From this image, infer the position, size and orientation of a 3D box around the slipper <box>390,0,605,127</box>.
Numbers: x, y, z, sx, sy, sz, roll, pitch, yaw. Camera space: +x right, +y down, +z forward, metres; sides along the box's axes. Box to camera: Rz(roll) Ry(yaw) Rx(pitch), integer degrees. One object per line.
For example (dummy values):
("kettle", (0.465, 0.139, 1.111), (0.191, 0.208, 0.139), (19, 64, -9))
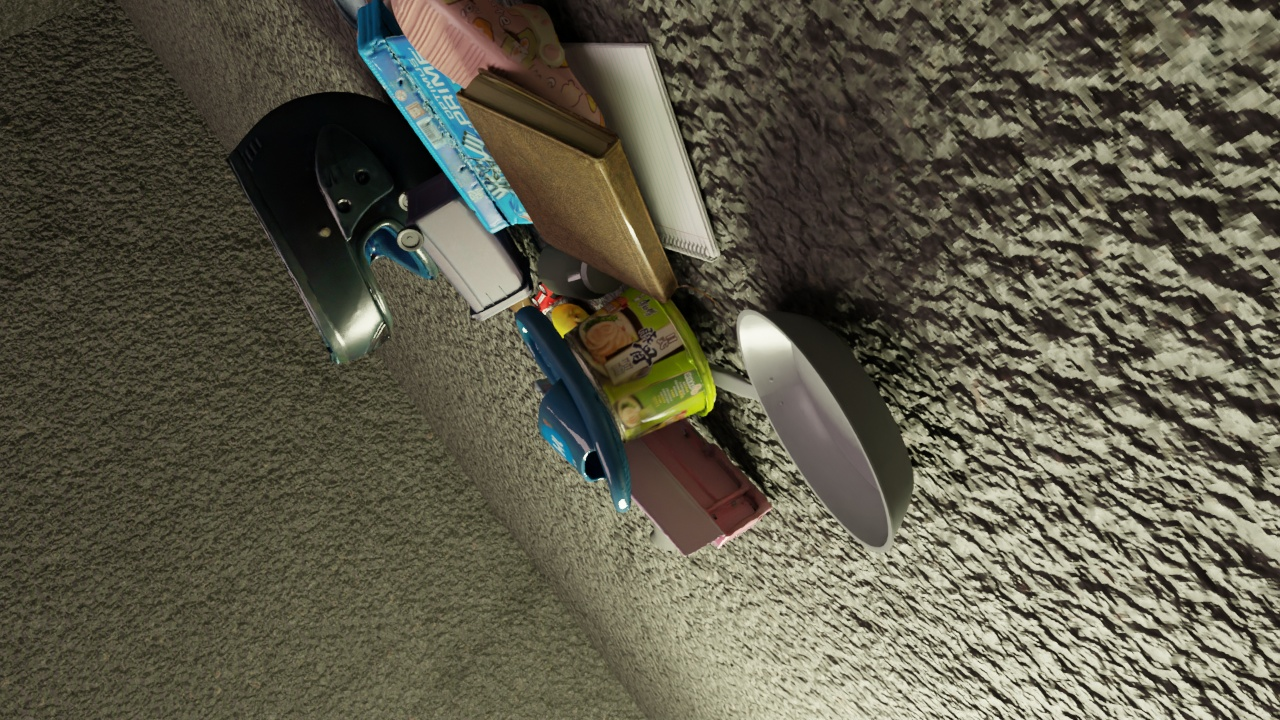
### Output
("slipper", (-0.099, -0.247, 0.723), (0.197, 0.081, 0.093), (36, 164, -14))

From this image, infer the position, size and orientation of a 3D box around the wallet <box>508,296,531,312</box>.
("wallet", (-0.192, -0.123, 1.225), (0.121, 0.026, 0.099), (37, 151, 43))

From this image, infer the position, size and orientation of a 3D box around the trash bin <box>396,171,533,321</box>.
("trash bin", (-0.202, -0.131, 1.068), (0.161, 0.092, 0.093), (56, -168, -39))

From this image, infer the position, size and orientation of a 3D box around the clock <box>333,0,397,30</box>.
("clock", (-0.271, -0.388, 0.916), (0.158, 0.058, 0.117), (35, 154, 42))

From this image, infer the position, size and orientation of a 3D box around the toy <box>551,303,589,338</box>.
("toy", (-0.071, -0.027, 1.084), (0.095, 0.041, 0.094), (48, 165, 14))

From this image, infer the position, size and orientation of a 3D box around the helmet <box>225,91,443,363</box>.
("helmet", (-0.350, -0.183, 1.159), (0.316, 0.235, 0.249), (63, 164, -2))

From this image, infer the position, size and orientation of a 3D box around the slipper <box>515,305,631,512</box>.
("slipper", (-0.067, 0.042, 0.824), (0.213, 0.059, 0.104), (59, 167, 20))

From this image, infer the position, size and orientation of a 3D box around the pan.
("pan", (0.112, 0.030, 0.747), (0.201, 0.050, 0.356), (64, 172, -18))

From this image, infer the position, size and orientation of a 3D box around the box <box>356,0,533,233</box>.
("box", (-0.184, -0.226, 0.910), (0.170, 0.071, 0.243), (33, 163, 42))

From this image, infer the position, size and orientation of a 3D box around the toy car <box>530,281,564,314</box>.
("toy car", (-0.101, -0.082, 1.064), (0.025, 0.038, 0.090), (51, 161, 0))

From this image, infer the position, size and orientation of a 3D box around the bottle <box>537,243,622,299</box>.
("bottle", (-0.058, -0.092, 0.919), (0.108, 0.060, 0.060), (15, 137, 60))

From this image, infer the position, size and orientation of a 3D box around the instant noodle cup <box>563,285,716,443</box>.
("instant noodle cup", (-0.005, 0.005, 0.865), (0.146, 0.097, 0.146), (58, 169, 18))

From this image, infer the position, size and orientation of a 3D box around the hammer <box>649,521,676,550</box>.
("hammer", (0.031, 0.202, 1.214), (0.125, 0.029, 0.311), (24, 157, 15))

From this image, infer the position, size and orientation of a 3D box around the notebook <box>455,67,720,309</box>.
("notebook", (-0.035, -0.124, 0.741), (0.190, 0.034, 0.215), (30, 166, 25))

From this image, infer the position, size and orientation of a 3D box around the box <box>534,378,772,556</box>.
("box", (0.009, 0.097, 0.936), (0.232, 0.178, 0.039), (48, 121, 21))

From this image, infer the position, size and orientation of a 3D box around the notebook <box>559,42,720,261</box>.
("notebook", (-0.033, -0.183, 0.783), (0.246, 0.013, 0.178), (27, 146, 52))
